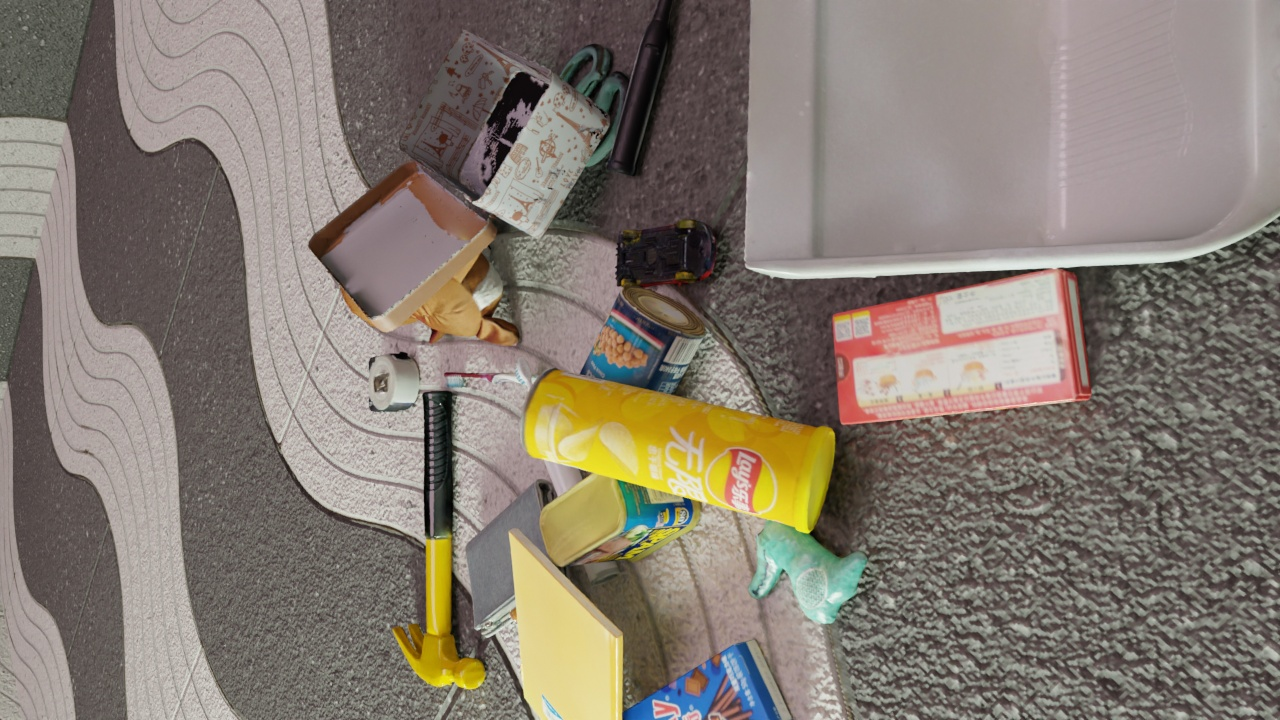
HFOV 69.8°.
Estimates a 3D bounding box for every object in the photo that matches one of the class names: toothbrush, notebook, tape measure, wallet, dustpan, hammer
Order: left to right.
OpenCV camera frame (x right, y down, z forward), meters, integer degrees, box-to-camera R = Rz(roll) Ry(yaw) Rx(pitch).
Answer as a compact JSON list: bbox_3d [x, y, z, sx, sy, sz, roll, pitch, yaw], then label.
[{"bbox_3d":[-0.279,0.024,1.034,0.066,0.033,0.065,-12,80,45],"label":"tape measure"},{"bbox_3d":[-0.210,0.182,0.952,0.129,0.032,0.300,-7,82,44],"label":"hammer"},{"bbox_3d":[-0.141,0.021,0.907,0.188,0.016,0.017,1,95,46],"label":"toothbrush"},{"bbox_3d":[-0.114,0.187,0.851,0.130,0.037,0.106,-42,48,33],"label":"wallet"},{"bbox_3d":[-0.071,0.092,0.813,0.026,0.026,0.221,-50,56,47],"label":"toothbrush"},{"bbox_3d":[-0.061,0.253,0.750,0.146,0.010,0.207,33,134,42],"label":"notebook"},{"bbox_3d":[0.011,-0.262,0.768,0.026,0.027,0.213,17,101,7],"label":"toothbrush"},{"bbox_3d":[0.200,-0.151,0.454,0.143,0.257,0.222,172,100,-69],"label":"dustpan"}]

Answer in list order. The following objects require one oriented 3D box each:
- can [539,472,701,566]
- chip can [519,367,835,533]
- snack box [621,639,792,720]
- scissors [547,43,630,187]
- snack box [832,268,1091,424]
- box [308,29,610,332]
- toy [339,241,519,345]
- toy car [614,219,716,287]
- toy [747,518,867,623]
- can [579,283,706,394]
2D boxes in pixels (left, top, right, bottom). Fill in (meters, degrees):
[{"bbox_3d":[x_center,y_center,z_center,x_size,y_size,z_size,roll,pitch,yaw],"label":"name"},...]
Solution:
[{"bbox_3d":[-0.018,0.123,0.724,0.102,0.083,0.057,-38,61,37],"label":"can"},{"bbox_3d":[0.024,0.059,0.642,0.214,0.072,0.072,13,96,22],"label":"chip can"},{"bbox_3d":[0.045,0.281,0.688,0.158,0.026,0.084,-44,58,34],"label":"snack box"},{"bbox_3d":[-0.076,-0.221,0.859,0.186,0.019,0.129,-33,64,37],"label":"scissors"},{"bbox_3d":[0.191,-0.004,0.565,0.153,0.025,0.075,-12,79,45],"label":"snack box"},{"bbox_3d":[-0.170,-0.155,0.823,0.178,0.102,0.261,38,98,43],"label":"box"},{"bbox_3d":[-0.207,-0.080,0.925,0.200,0.140,0.130,13,54,44],"label":"toy"},{"bbox_3d":[0.021,-0.084,0.739,0.106,0.031,0.049,-3,85,46],"label":"toy car"},{"bbox_3d":[0.109,0.143,0.636,0.092,0.030,0.097,49,127,42],"label":"toy"},{"bbox_3d":[-0.004,0.004,0.727,0.075,0.075,0.111,45,116,38],"label":"can"}]
